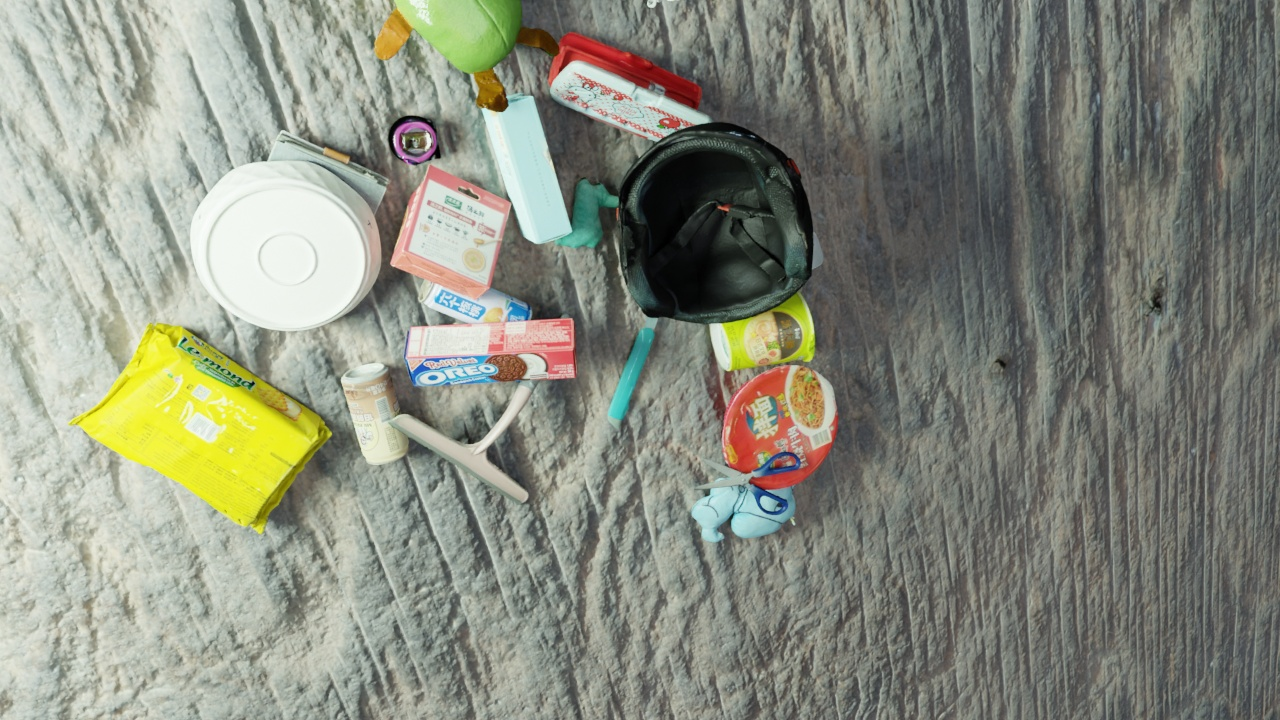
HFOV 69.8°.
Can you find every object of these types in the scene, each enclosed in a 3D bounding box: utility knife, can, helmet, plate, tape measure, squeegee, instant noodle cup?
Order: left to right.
[{"bbox_3d":[-0.400,-0.122,1.039,0.204,0.045,0.205,-7,119,-13],"label":"plate"},{"bbox_3d":[-0.328,0.066,1.139,0.058,0.058,0.116,-16,111,-17],"label":"can"},{"bbox_3d":[-0.266,-0.259,1.079,0.057,0.039,0.057,-10,109,-19],"label":"tape measure"},{"bbox_3d":[-0.206,-0.071,1.151,0.134,0.053,0.053,23,95,-26],"label":"can"},{"bbox_3d":[-0.159,0.043,1.198,0.247,0.040,0.249,41,80,-40],"label":"squeegee"},{"bbox_3d":[-0.008,0.007,1.277,0.029,0.013,0.187,17,100,-27],"label":"utility knife"},{"bbox_3d":[0.090,-0.177,1.138,0.234,0.229,0.275,-14,123,13],"label":"helmet"},{"bbox_3d":[0.167,-0.037,1.290,0.123,0.111,0.112,-15,111,-9],"label":"instant noodle cup"},{"bbox_3d":[0.196,0.092,1.357,0.193,0.066,0.194,-6,107,-19],"label":"instant noodle cup"}]

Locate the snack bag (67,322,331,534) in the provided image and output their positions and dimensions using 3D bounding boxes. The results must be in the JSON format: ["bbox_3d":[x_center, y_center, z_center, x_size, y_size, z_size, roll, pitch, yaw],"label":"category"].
[{"bbox_3d":[-0.501,0.081,1.069,0.246,0.068,0.158,39,88,-26],"label":"snack bag"}]

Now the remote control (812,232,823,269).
[{"bbox_3d":[0.201,-0.136,1.316,0.135,0.020,0.056,-28,113,-12],"label":"remote control"}]

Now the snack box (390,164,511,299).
[{"bbox_3d":[-0.227,-0.153,1.105,0.113,0.044,0.126,23,61,-26],"label":"snack box"}]

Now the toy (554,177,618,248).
[{"bbox_3d":[-0.063,-0.190,1.188,0.096,0.030,0.092,-1,108,-28],"label":"toy"}]

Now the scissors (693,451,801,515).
[{"bbox_3d":[0.160,0.177,1.326,0.162,0.012,0.163,-29,115,-10],"label":"scissors"}]

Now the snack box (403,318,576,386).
[{"bbox_3d":[-0.183,-0.011,1.135,0.207,0.058,0.057,-3,139,-1],"label":"snack box"}]

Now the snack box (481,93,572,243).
[{"bbox_3d":[-0.138,-0.233,1.119,0.051,0.074,0.175,-21,112,-15],"label":"snack box"}]

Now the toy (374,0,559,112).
[{"bbox_3d":[-0.207,-0.406,1.032,0.247,0.090,0.226,49,67,-20],"label":"toy"}]

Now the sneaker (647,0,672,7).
[{"bbox_3d":[0.012,-0.475,1.108,0.241,0.089,0.091,-12,114,-25],"label":"sneaker"}]

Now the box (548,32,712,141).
[{"bbox_3d":[-0.007,-0.328,1.132,0.201,0.098,0.095,15,99,-26],"label":"box"}]

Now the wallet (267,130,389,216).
[{"bbox_3d":[-0.369,-0.194,1.059,0.129,0.037,0.107,22,107,-25],"label":"wallet"}]

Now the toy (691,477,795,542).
[{"bbox_3d":[0.167,0.223,1.393,0.156,0.050,0.161,37,94,-25],"label":"toy"}]
